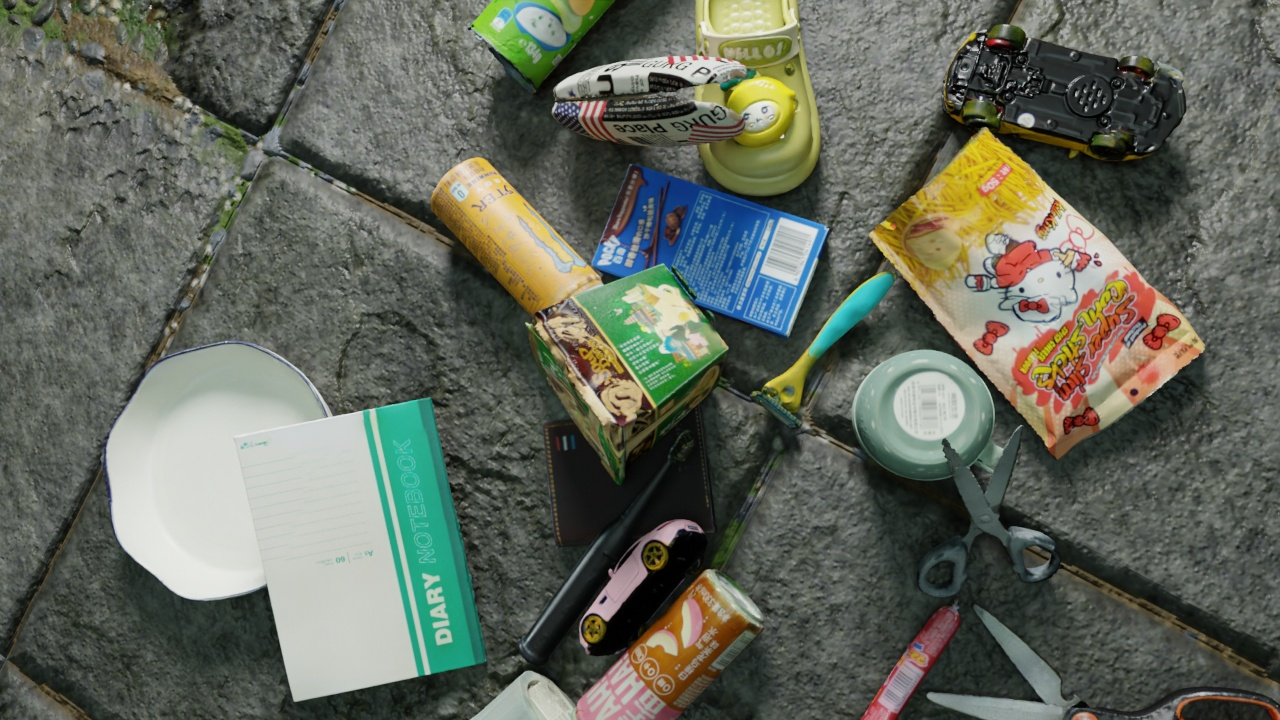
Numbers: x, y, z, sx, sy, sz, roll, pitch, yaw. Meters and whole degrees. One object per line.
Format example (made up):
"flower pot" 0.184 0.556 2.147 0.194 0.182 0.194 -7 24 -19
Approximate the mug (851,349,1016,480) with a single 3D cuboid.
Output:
"mug" 0.195 0.044 0.601 0.112 0.106 0.082 33 91 12

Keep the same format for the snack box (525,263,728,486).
"snack box" -0.004 0.004 0.646 0.105 0.118 0.118 -31 73 -13

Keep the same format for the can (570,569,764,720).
"can" 0.019 0.217 0.649 0.058 0.058 0.147 44 95 12

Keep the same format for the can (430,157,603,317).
"can" -0.093 -0.086 0.697 0.058 0.058 0.146 -45 79 5

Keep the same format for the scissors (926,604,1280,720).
"scissors" 0.312 0.257 0.603 0.221 0.021 0.223 -12 84 10

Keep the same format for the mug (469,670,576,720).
"mug" -0.083 0.301 0.648 0.103 0.083 0.124 -44 64 3

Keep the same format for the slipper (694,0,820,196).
"slipper" 0.076 -0.216 0.661 0.092 0.081 0.190 -7 82 14

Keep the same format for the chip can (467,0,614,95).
"chip can" -0.028 -0.314 0.694 0.072 0.072 0.236 44 95 12

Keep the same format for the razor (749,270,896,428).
"razor" 0.135 -0.012 0.658 0.043 0.028 0.132 37 98 -11

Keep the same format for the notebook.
"notebook" -0.210 0.144 0.695 0.150 0.012 0.209 -11 94 -2

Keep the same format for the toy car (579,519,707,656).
"toy car" -0.001 0.161 0.656 0.122 0.056 0.037 -52 50 12

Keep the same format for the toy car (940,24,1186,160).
"toy car" 0.288 -0.180 0.632 0.156 0.041 0.071 18 89 14

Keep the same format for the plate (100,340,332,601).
"plate" -0.331 0.087 0.741 0.205 0.045 0.204 -1 85 13

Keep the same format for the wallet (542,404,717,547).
"wallet" -0.009 0.086 0.687 0.122 0.020 0.096 -8 84 9

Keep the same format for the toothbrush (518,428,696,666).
"toothbrush" -0.022 0.135 0.662 0.026 0.027 0.213 31 104 -15

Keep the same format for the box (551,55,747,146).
"box" 0.001 -0.173 0.651 0.164 0.074 0.079 14 117 41

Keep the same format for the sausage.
"sausage" 0.177 0.230 0.635 0.020 0.020 0.156 33 93 12

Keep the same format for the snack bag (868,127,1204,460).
"snack bag" 0.265 -0.048 0.623 0.128 0.073 0.208 -42 86 5

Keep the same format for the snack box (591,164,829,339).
"snack box" 0.051 -0.082 0.682 0.157 0.026 0.084 21 90 13

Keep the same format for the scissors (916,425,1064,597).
"scissors" 0.219 0.104 0.583 0.159 0.014 0.172 20 132 -21
